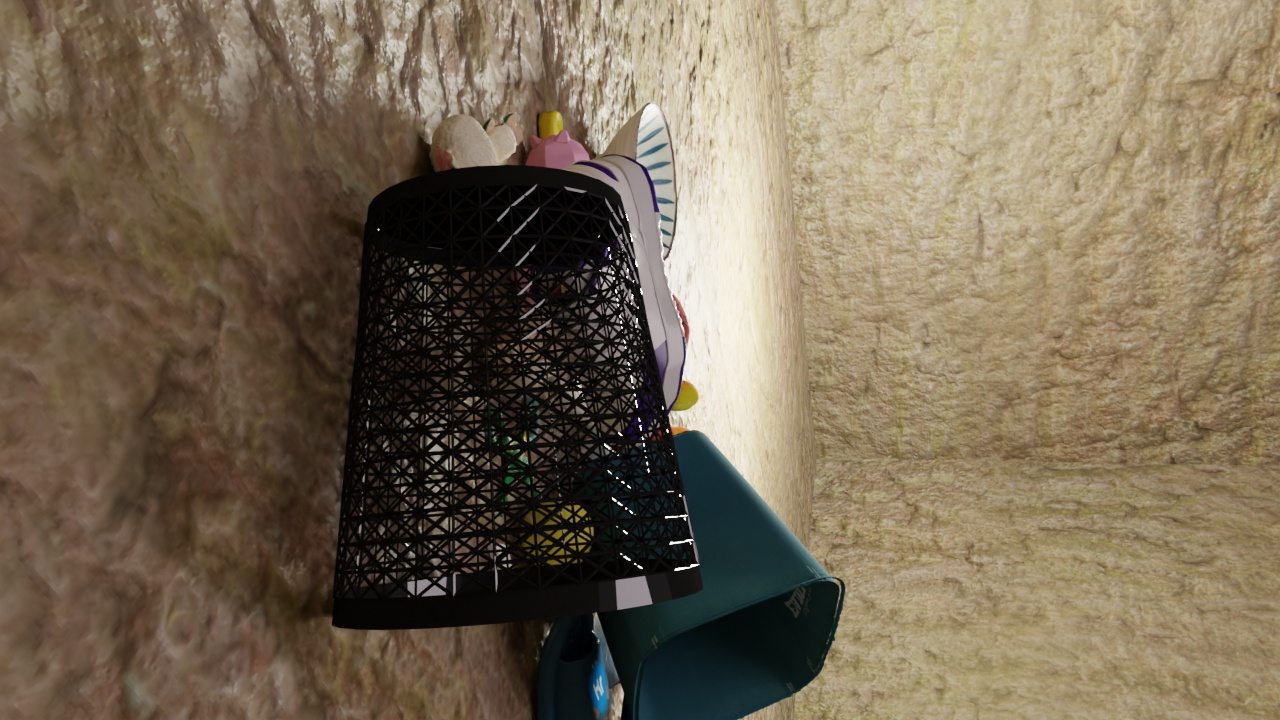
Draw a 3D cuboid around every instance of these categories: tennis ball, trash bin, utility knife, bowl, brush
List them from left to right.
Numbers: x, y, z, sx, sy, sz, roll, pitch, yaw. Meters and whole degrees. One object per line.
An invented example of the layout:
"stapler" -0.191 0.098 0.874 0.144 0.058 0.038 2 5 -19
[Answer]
"trash bin" -0.081 0.025 0.568 0.217 0.217 0.243 26 58 -72
"utility knife" -0.081 -0.137 0.889 0.028 0.020 0.203 -28 117 -70
"tennis ball" -0.074 0.154 0.814 0.065 0.065 0.065 0 89 -74
"brush" -0.069 0.034 0.837 0.272 0.062 0.077 51 35 -65
"bowl" -0.012 -0.198 1.037 0.177 0.071 0.177 0 89 -74
"trash bin" 0.043 0.202 0.867 0.218 0.199 0.197 -123 -154 -43

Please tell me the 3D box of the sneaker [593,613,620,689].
"sneaker" 0.001 0.322 1.039 0.235 0.079 0.087 36 61 -71

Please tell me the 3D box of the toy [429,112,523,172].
"toy" -0.124 -0.141 0.679 0.112 0.050 0.087 -80 161 -44

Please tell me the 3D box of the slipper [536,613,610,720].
"slipper" -0.058 0.331 0.878 0.103 0.059 0.214 -27 119 -73

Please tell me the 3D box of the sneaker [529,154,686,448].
"sneaker" -0.034 -0.041 0.733 0.110 0.092 0.244 -18 103 -55

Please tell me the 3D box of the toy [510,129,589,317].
"toy" -0.075 -0.124 0.825 0.123 0.067 0.157 -43 126 -66

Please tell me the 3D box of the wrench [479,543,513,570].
"wrench" -0.091 0.219 0.854 0.273 0.009 0.047 58 35 -62

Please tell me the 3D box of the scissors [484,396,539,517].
"scissors" -0.108 0.076 0.798 0.131 0.011 0.126 -75 157 -44

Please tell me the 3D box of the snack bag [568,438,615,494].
"snack bag" -0.040 0.144 0.987 0.116 0.036 0.076 71 25 -49

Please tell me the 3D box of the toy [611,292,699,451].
"toy" -0.006 0.006 0.968 0.098 0.148 0.216 -33 127 -41

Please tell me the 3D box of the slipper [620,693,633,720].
"slipper" -0.031 0.439 0.956 0.118 0.060 0.295 -95 -169 -65

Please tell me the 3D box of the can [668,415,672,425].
"can" 0.003 0.058 1.113 0.099 0.054 0.059 -23 109 -73
